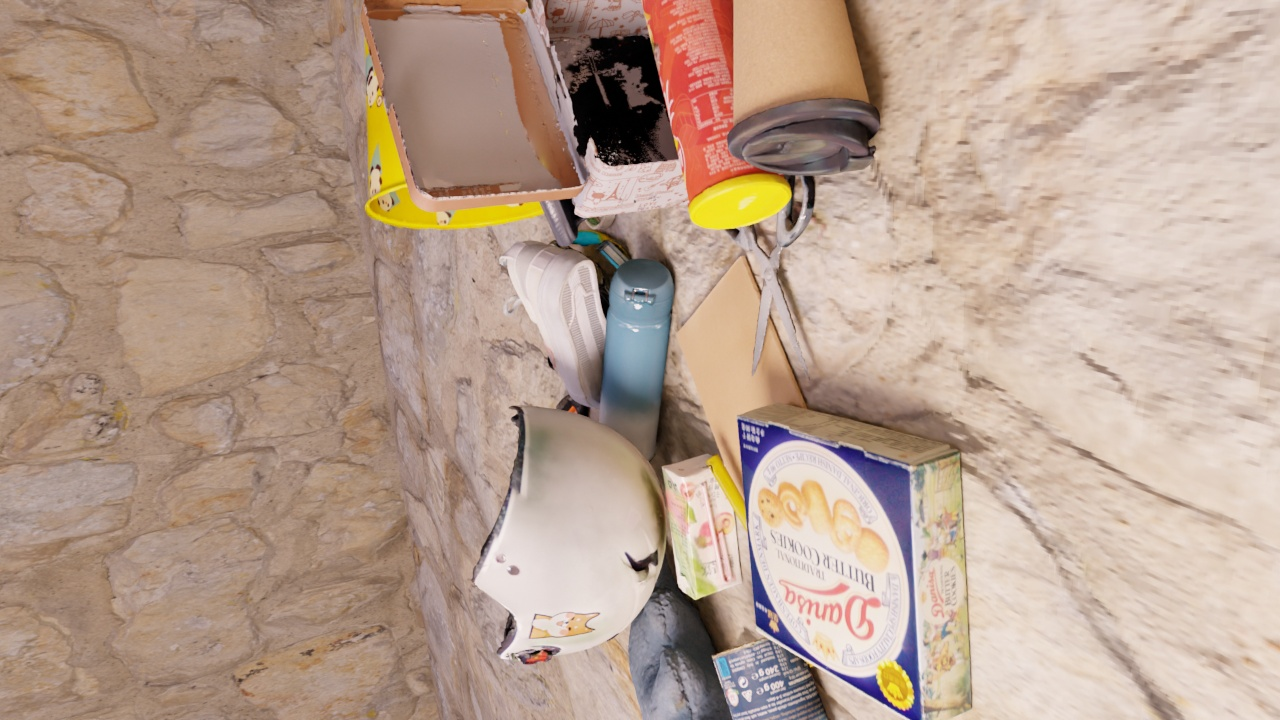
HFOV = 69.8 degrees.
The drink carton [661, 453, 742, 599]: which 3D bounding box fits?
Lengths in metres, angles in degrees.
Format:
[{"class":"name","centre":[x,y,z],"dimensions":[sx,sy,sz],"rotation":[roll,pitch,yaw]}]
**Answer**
[{"class":"drink carton","centre":[0.058,0.153,0.846],"dimensions":[0.045,0.053,0.122],"rotation":[17,117,64]}]

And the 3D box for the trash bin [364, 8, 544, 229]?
[{"class":"trash bin","centre":[-0.212,-0.301,1.055],"dimensions":[0.230,0.229,0.255],"rotation":[165,98,-67]}]

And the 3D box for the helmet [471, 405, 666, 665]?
[{"class":"helmet","centre":[-0.053,0.169,0.876],"dimensions":[0.275,0.157,0.229],"rotation":[87,-172,-47]}]

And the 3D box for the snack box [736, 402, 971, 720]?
[{"class":"snack box","centre":[0.143,0.133,0.640],"dimensions":[0.178,0.045,0.182],"rotation":[13,112,60]}]

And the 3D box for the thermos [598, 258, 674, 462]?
[{"class":"thermos","centre":[-0.005,0.005,0.912],"dimensions":[0.070,0.070,0.221],"rotation":[-128,35,-46]}]

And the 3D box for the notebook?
[{"class":"notebook","centre":[0.092,0.040,0.768],"dimensions":[0.211,0.012,0.150],"rotation":[71,155,17]}]

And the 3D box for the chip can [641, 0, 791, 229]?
[{"class":"chip can","centre":[0.047,-0.205,0.656],"dimensions":[0.073,0.073,0.216],"rotation":[139,121,-64]}]

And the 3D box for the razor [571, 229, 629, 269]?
[{"class":"razor","centre":[-0.049,-0.125,0.991],"dimensions":[0.043,0.028,0.132],"rotation":[39,176,-29]}]

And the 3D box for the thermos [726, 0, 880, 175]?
[{"class":"thermos","centre":[0.095,-0.187,0.567],"dimensions":[0.093,0.093,0.143],"rotation":[161,105,-67]}]

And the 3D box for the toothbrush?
[{"class":"toothbrush","centre":[0.102,0.165,0.768],"dimensions":[0.190,0.016,0.016],"rotation":[62,151,18]}]

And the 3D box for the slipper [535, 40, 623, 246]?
[{"class":"slipper","centre":[-0.058,-0.219,0.827],"dimensions":[0.111,0.083,0.267],"rotation":[65,-164,-46]}]

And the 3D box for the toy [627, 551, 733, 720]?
[{"class":"toy","centre":[0.041,0.308,0.896],"dimensions":[0.356,0.091,0.138],"rotation":[-115,22,-57]}]

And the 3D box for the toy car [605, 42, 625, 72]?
[{"class":"toy car","centre":[-0.016,-0.246,0.852],"dimensions":[0.106,0.031,0.049],"rotation":[95,154,-62]}]

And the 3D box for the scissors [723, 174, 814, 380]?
[{"class":"scissors","centre":[0.095,-0.070,0.693],"dimensions":[0.159,0.014,0.181],"rotation":[54,143,42]}]

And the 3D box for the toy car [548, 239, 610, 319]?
[{"class":"toy car","centre":[-0.060,-0.084,1.004],"dimensions":[0.158,0.042,0.070],"rotation":[40,162,49]}]

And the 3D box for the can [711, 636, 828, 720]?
[{"class":"can","centre":[0.111,0.284,0.758],"dimensions":[0.075,0.075,0.111],"rotation":[127,127,-61]}]

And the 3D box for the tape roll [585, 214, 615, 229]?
[{"class":"tape roll","centre":[-0.048,-0.183,0.979],"dimensions":[0.086,0.013,0.086],"rotation":[168,90,-67]}]

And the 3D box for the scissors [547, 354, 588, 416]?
[{"class":"scissors","centre":[-0.076,0.016,1.129],"dimensions":[0.225,0.021,0.204],"rotation":[107,144,-49]}]

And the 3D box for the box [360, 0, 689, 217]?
[{"class":"box","centre":[-0.068,-0.201,0.704],"dimensions":[0.082,0.260,0.177],"rotation":[-49,56,61]}]

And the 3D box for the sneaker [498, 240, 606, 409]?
[{"class":"sneaker","centre":[-0.078,-0.032,0.919],"dimensions":[0.091,0.089,0.242],"rotation":[24,157,24]}]
